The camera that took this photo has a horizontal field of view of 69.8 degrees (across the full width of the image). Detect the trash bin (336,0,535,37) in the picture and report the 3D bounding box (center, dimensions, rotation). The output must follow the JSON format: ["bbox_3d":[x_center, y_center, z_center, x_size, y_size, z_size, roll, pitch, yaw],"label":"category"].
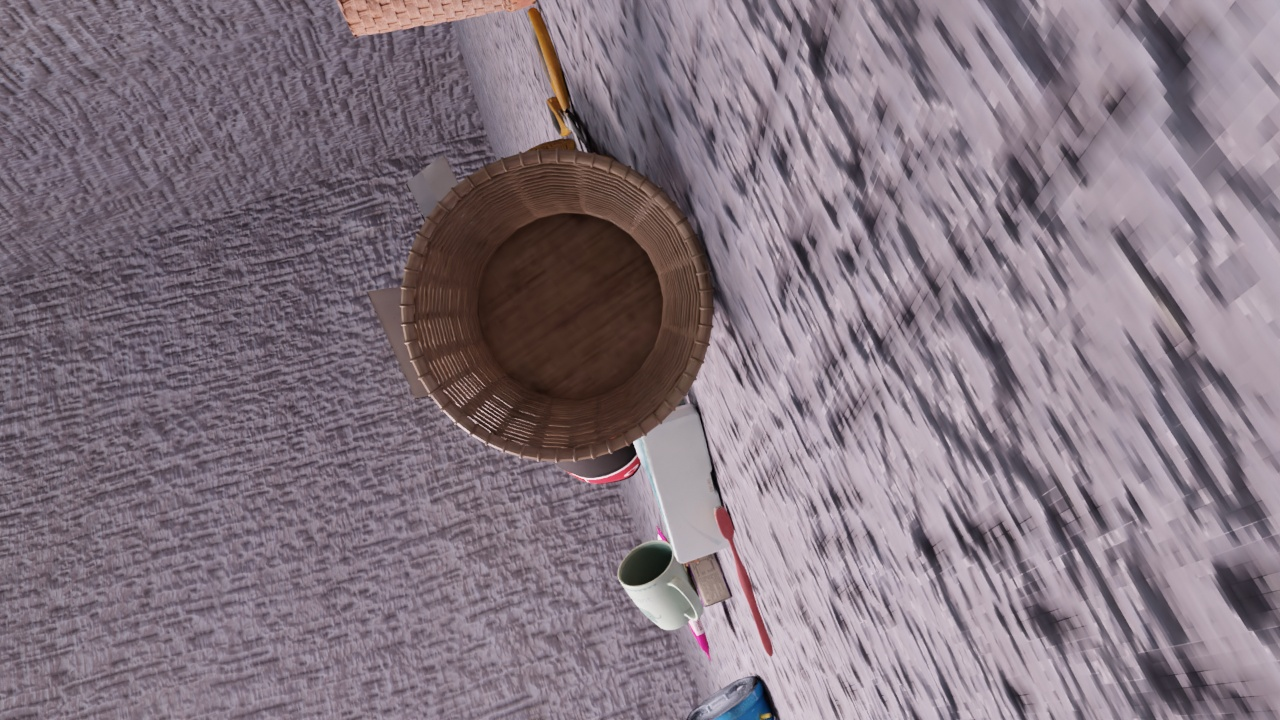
[{"bbox_3d":[-0.239,-0.442,1.022,0.151,0.210,0.151,159,91,-84],"label":"trash bin"}]

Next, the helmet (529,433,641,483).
[{"bbox_3d":[-0.105,0.058,1.427,0.271,0.197,0.225,49,172,17],"label":"helmet"}]

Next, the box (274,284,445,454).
[{"bbox_3d":[-0.224,-0.037,1.178,0.166,0.412,0.149,61,175,21],"label":"box"}]

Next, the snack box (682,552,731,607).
[{"bbox_3d":[0.076,0.275,1.302,0.148,0.040,0.143,97,153,-76],"label":"snack box"}]

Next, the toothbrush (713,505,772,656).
[{"bbox_3d":[0.115,0.244,1.011,0.015,0.015,0.184,-129,19,-80],"label":"toothbrush"}]

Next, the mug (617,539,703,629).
[{"bbox_3d":[0.038,0.311,1.234,0.111,0.084,0.104,8,134,50],"label":"mug"}]

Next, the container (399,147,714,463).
[{"bbox_3d":[-0.062,-0.044,0.758,0.196,0.227,0.227,-98,-11,-86],"label":"container"}]

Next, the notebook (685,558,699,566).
[{"bbox_3d":[0.034,0.130,1.136,0.169,0.022,0.210,-96,-9,-77],"label":"notebook"}]

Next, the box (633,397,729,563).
[{"bbox_3d":[0.045,0.134,1.004,0.071,0.084,0.199,19,137,44],"label":"box"}]

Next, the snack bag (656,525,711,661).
[{"bbox_3d":[0.063,0.336,1.331,0.070,0.016,0.196,-149,39,-76],"label":"snack bag"}]

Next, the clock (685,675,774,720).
[{"bbox_3d":[0.122,0.482,1.248,0.060,0.116,0.161,57,173,8],"label":"clock"}]

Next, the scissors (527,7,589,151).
[{"bbox_3d":[-0.092,-0.305,1.078,0.225,0.016,0.226,-121,12,-58],"label":"scissors"}]

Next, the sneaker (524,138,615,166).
[{"bbox_3d":[-0.063,-0.155,0.971,0.238,0.086,0.122,-128,15,-61],"label":"sneaker"}]
